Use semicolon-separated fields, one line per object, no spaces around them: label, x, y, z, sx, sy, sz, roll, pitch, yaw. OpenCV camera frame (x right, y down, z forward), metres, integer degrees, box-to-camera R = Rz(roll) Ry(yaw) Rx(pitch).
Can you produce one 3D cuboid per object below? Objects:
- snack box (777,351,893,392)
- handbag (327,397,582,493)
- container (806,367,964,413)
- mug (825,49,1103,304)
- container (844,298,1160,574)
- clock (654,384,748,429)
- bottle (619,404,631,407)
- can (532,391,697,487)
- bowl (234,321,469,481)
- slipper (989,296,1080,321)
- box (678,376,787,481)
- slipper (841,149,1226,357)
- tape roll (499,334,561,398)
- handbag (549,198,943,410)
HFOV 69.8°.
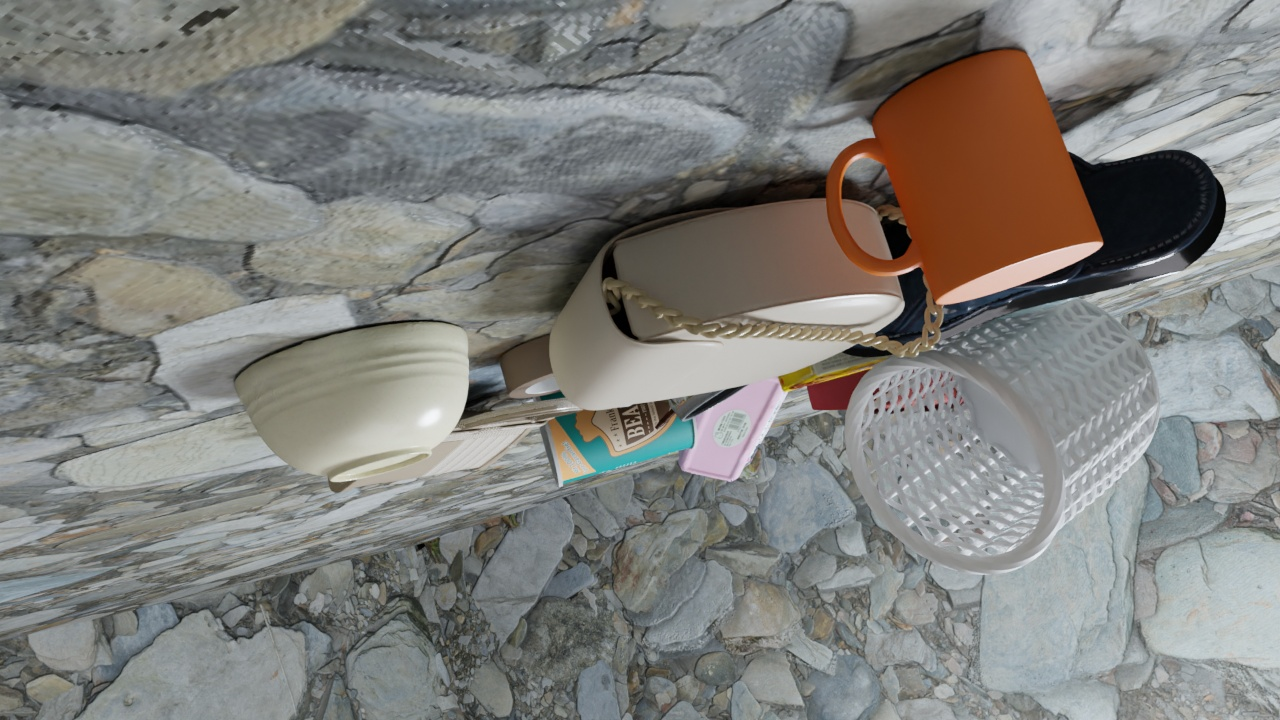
snack box;0.168;-0.027;0.813;0.105;0.083;0.061;-13;171;-25
handbag;-0.138;0.059;0.789;0.198;0.062;0.175;-15;173;32
container;0.290;-0.005;1.014;0.200;0.127;0.148;-7;179;-38
mug;0.147;-0.080;0.441;0.113;0.096;0.077;-18;170;6
container;0.305;0.054;0.777;0.186;0.189;0.190;-23;176;-36
clock;0.071;0.005;0.825;0.103;0.056;0.148;-23;168;-41
bottle;0.022;-0.009;0.726;0.135;0.044;0.044;-31;-179;-38
can;-0.027;0.061;0.932;0.144;0.099;0.099;-15;170;-10
bowl;-0.179;0.035;0.602;0.150;0.075;0.151;-16;170;-3
slipper;0.287;-0.078;0.777;0.104;0.074;0.245;-18;-173;-6
box;0.116;0.039;0.992;0.111;0.101;0.202;14;139;-2
slipper;0.217;-0.082;0.596;0.266;0.108;0.083;-16;142;43
tape roll;-0.065;0.002;0.742;0.093;0.030;0.094;-16;170;-3
handbag;0.057;-0.024;0.589;0.208;0.103;0.211;-9;167;-19
